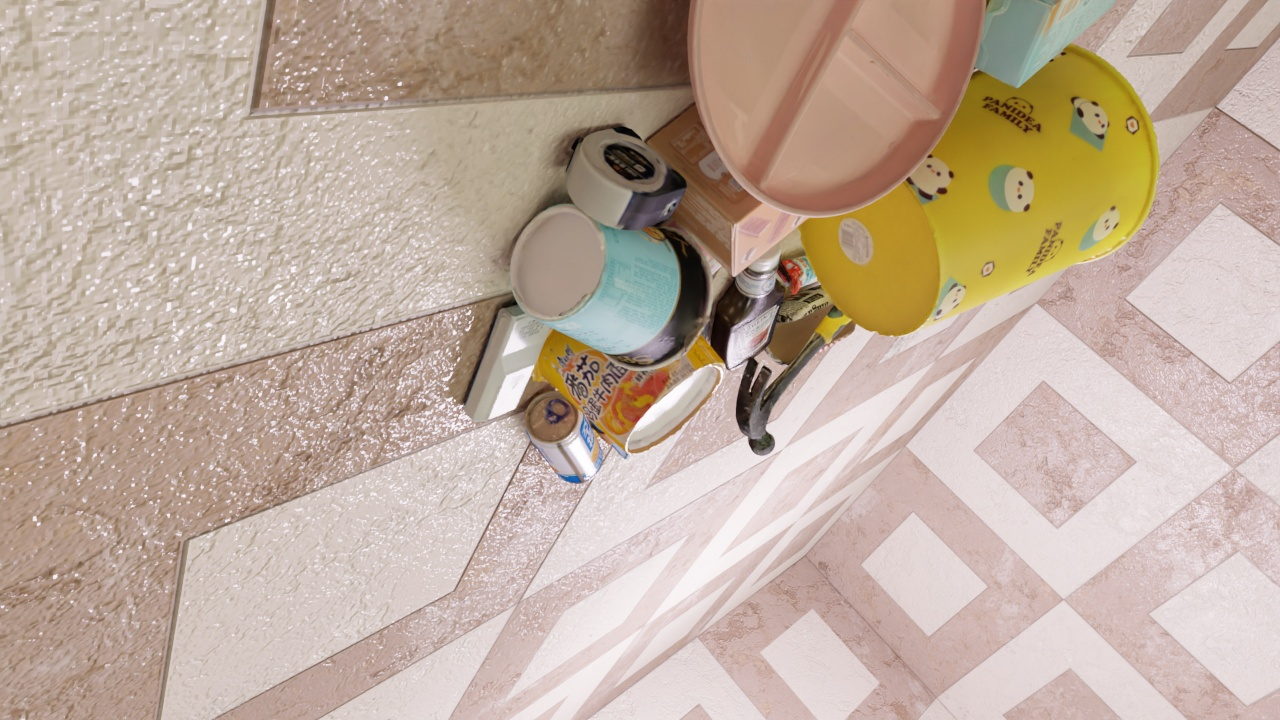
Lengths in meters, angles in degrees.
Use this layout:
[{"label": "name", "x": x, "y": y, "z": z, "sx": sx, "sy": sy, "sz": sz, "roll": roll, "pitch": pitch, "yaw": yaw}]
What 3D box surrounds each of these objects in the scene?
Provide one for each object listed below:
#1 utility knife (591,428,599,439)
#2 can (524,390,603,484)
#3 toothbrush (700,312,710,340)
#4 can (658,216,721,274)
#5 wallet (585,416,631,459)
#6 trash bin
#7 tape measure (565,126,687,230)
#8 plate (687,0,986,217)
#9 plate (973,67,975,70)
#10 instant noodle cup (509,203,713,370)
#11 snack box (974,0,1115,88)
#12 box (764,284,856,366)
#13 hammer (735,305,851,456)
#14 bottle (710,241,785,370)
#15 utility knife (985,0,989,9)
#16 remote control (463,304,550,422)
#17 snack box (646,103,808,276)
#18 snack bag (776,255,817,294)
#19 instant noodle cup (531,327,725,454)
[{"label": "utility knife", "x": -0.008, "y": 0.036, "z": 0.963, "sx": 0.167, "sy": 0.018, "sz": 0.031, "roll": -49, "pitch": 164, "yaw": 5}, {"label": "can", "x": -0.070, "y": 0.074, "z": 0.861, "sx": 0.053, "sy": 0.053, "sz": 0.135, "roll": -39, "pitch": 159, "yaw": -9}, {"label": "toothbrush", "x": 0.068, "y": -0.016, "z": 0.992, "sx": 0.015, "sy": 0.018, "sz": 0.181, "roll": -33, "pitch": 156, "yaw": -14}, {"label": "can", "x": 0.071, "y": -0.120, "z": 0.733, "sx": 0.147, "sy": 0.058, "sz": 0.058, "roll": -43, "pitch": 159, "yaw": -1}, {"label": "wallet", "x": -0.004, "y": 0.037, "z": 0.915, "sx": 0.106, "sy": 0.040, "sz": 0.133, "roll": -42, "pitch": 148, "yaw": -6}, {"label": "trash bin", "x": 0.306, "y": -0.154, "z": 0.874, "sx": 0.254, "sy": 0.229, "sz": 0.230, "roll": -26, "pitch": 155, "yaw": -22}, {"label": "tape measure", "x": -0.013, "y": -0.115, "z": 0.581, "sx": 0.065, "sy": 0.066, "sz": 0.034, "roll": -24, "pitch": 154, "yaw": -44}, {"label": "plate", "x": 0.123, "y": -0.203, "z": 0.564, "sx": 0.229, "sy": 0.028, "sz": 0.230, "roll": -14, "pitch": 119, "yaw": -27}, {"label": "plate", "x": 0.292, "y": -0.320, "z": 0.768, "sx": 0.192, "sy": 0.039, "sz": 0.193, "roll": -36, "pitch": 159, "yaw": -17}, {"label": "instant noodle cup", "x": -0.024, "y": -0.055, "z": 0.637, "sx": 0.111, "sy": 0.111, "sz": 0.120, "roll": -49, "pitch": 151, "yaw": 15}, {"label": "snack box", "x": 0.337, "y": -0.296, "z": 0.739, "sx": 0.174, "sy": 0.051, "sz": 0.074, "roll": -39, "pitch": 155, "yaw": -27}, {"label": "box", "x": 0.207, "y": -0.058, "z": 1.081, "sx": 0.162, "sy": 0.076, "sz": 0.088, "roll": -22, "pitch": 156, "yaw": -36}, {"label": "hammer", "x": 0.218, "y": -0.041, "z": 1.038, "sx": 0.322, "sy": 0.032, "sz": 0.126, "roll": -47, "pitch": 144, "yaw": -14}, {"label": "bottle", "x": 0.114, "y": -0.062, "z": 0.946, "sx": 0.079, "sy": 0.044, "sz": 0.195, "roll": -34, "pitch": 157, "yaw": -18}, {"label": "utility knife", "x": 0.271, "y": -0.278, "z": 0.730, "sx": 0.033, "sy": 0.015, "sz": 0.208, "roll": -57, "pitch": 156, "yaw": 19}, {"label": "remote control", "x": -0.100, "y": 0.001, "z": 0.709, "sx": 0.048, "sy": 0.024, "sz": 0.125, "roll": -24, "pitch": 152, "yaw": -42}, {"label": "snack box", "x": 0.071, "y": -0.133, "z": 0.657, "sx": 0.094, "sy": 0.093, "sz": 0.077, "roll": -39, "pitch": 159, "yaw": -11}, {"label": "snack bag", "x": 0.180, "y": -0.098, "z": 0.994, "sx": 0.105, "sy": 0.045, "sz": 0.026, "roll": -21, "pitch": 163, "yaw": -44}, {"label": "instant noodle cup", "x": -0.005, "y": 0.004, "z": 0.767, "sx": 0.137, "sy": 0.110, "sz": 0.138, "roll": -36, "pitch": 159, "yaw": -16}]
